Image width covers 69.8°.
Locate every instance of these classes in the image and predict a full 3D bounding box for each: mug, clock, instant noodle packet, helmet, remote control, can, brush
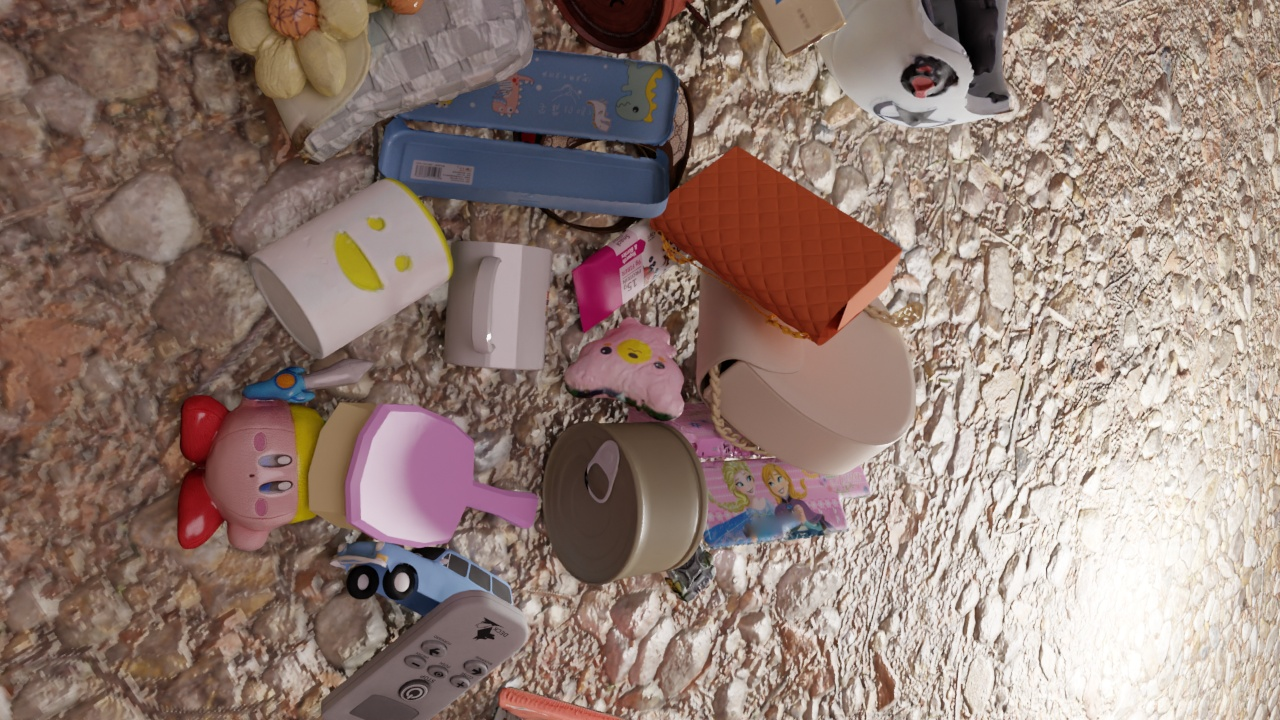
[{"bbox_3d":[-0.193,-0.062,0.616,0.106,0.083,0.082,-39,116,-27],"label":"mug"},{"bbox_3d":[-0.013,-0.322,0.706,0.072,0.121,0.158,-44,127,-34],"label":"clock"},{"bbox_3d":[-0.007,0.342,0.709,0.164,0.221,0.084,32,73,-35],"label":"instant noodle packet"},{"bbox_3d":[0.242,-0.337,0.859,0.263,0.164,0.236,20,69,-50],"label":"helmet"},{"bbox_3d":[-0.152,0.223,0.661,0.151,0.019,0.074,-40,129,10],"label":"remote control"},{"bbox_3d":[-0.107,-0.040,0.673,0.073,0.105,0.089,4,92,1],"label":"mug"},{"bbox_3d":[-0.014,0.112,0.740,0.073,0.128,0.128,1,94,-39],"label":"can"},{"bbox_3d":[-0.145,0.091,0.661,0.228,0.043,0.089,38,61,-62],"label":"brush"}]

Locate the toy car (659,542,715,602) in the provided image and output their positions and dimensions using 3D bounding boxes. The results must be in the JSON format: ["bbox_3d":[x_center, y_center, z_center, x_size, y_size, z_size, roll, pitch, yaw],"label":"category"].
[{"bbox_3d":[0.029,0.170,0.838,0.047,0.033,0.105,-40,112,-26],"label":"toy car"}]

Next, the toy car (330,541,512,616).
[{"bbox_3d":[-0.155,0.166,0.680,0.153,0.056,0.054,42,51,-38],"label":"toy car"}]

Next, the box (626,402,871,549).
[{"bbox_3d":[0.114,0.086,0.826,0.230,0.158,0.066,2,128,-38],"label":"box"}]

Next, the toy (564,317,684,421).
[{"bbox_3d":[-0.005,0.005,0.773,0.102,0.050,0.093,19,58,5],"label":"toy"}]

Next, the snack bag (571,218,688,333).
[{"bbox_3d":[0.016,-0.101,0.797,0.196,0.016,0.070,-39,144,-28],"label":"snack bag"}]

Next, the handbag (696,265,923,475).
[{"bbox_3d":[0.151,-0.011,0.814,0.208,0.104,0.210,24,47,-21],"label":"handbag"}]

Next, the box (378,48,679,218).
[{"bbox_3d":[-0.078,-0.166,0.662,0.209,0.049,0.120,4,88,-7],"label":"box"}]

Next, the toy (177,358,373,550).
[{"bbox_3d":[-0.234,0.061,0.611,0.131,0.097,0.124,1,87,-19],"label":"toy"}]

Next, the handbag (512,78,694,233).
[{"bbox_3d":[-0.025,-0.175,0.756,0.166,0.063,0.138,-9,117,-40],"label":"handbag"}]

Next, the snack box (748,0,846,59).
[{"bbox_3d":[0.092,-0.346,0.742,0.055,0.207,0.153,-27,118,14],"label":"snack box"}]

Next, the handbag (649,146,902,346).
[{"bbox_3d":[0.105,-0.089,0.749,0.108,0.172,0.060,-38,154,-30],"label":"handbag"}]

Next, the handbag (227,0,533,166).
[{"bbox_3d":[-0.158,-0.210,0.567,0.171,0.123,0.112,-23,88,-1],"label":"handbag"}]
